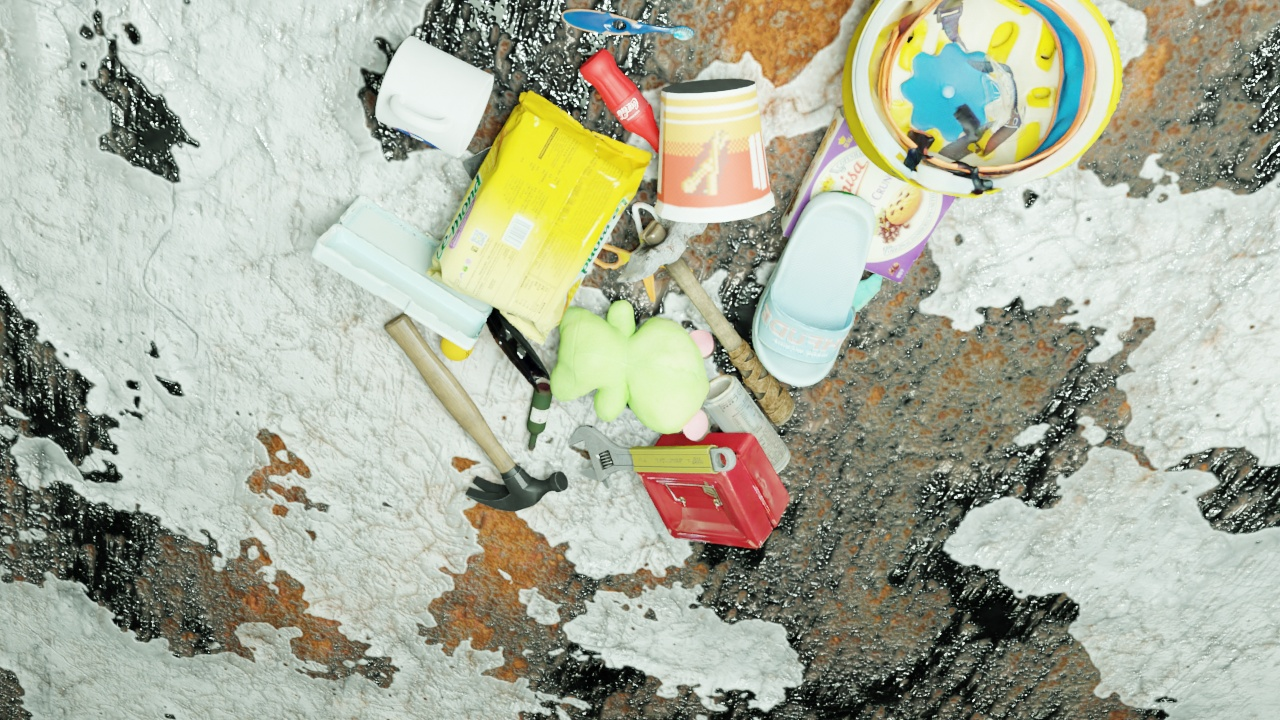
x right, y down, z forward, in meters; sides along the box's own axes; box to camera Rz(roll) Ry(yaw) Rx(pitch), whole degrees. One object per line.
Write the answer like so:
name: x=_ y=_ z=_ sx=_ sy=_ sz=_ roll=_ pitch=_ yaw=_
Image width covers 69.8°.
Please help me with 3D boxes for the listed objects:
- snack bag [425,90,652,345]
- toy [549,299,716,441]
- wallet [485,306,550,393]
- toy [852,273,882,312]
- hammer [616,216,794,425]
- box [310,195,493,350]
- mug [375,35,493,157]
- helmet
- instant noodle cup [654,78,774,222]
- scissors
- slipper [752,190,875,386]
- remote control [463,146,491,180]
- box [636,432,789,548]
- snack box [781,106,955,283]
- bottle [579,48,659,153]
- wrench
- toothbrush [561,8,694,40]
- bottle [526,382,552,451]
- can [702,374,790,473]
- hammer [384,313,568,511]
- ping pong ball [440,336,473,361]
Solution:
snack bag: x=-0.112 y=-0.151 z=0.989 sx=0.159 sy=0.068 sz=0.247 roll=29 pitch=105 yaw=-10
toy: x=-0.006 y=0.006 z=1.072 sx=0.197 sy=0.107 sz=0.150 roll=8 pitch=82 yaw=3
wallet: x=-0.147 y=-0.017 z=1.086 sx=0.026 sy=0.115 sz=0.089 roll=-39 pitch=115 yaw=-2
toy: x=0.212 y=-0.084 z=1.038 sx=0.105 sy=0.033 sz=0.085 roll=20 pitch=133 yaw=-6
hammer: x=0.094 y=-0.035 z=1.057 sx=0.049 sy=0.121 sz=0.319 roll=6 pitch=143 yaw=49
box: x=-0.256 y=-0.098 z=1.029 sx=0.197 sy=0.134 sz=0.041 roll=33 pitch=119 yaw=-14
mug: x=-0.212 y=-0.261 z=0.928 sx=0.090 sy=0.121 sz=0.091 roll=24 pitch=121 yaw=-9
helmet: x=0.297 y=-0.258 z=0.856 sx=0.240 sy=0.139 sz=0.209 roll=5 pitch=100 yaw=-9
instant noodle cup: x=0.072 y=-0.216 z=0.930 sx=0.123 sy=0.123 sz=0.121 roll=-2 pitch=114 yaw=8
scissors: x=0.003 y=-0.127 z=1.053 sx=0.125 sy=0.011 sz=0.128 roll=17 pitch=123 yaw=-3
slipper: x=0.185 y=-0.067 z=0.989 sx=0.104 sy=0.074 sz=0.246 roll=14 pitch=129 yaw=2
remote control: x=-0.144 y=-0.172 z=1.043 sx=0.045 sy=0.008 sz=0.147 roll=-22 pitch=117 yaw=20
box: x=0.089 y=0.157 z=1.148 sx=0.158 sy=0.092 sz=0.129 roll=-2 pitch=127 yaw=45
snack box: x=0.246 y=-0.174 z=0.975 sx=0.148 sy=0.040 sz=0.144 roll=21 pitch=123 yaw=-6
bottle: x=-0.013 y=-0.265 z=0.951 sx=0.036 sy=0.036 sz=0.119 roll=-32 pitch=114 yaw=24
wrench: x=0.008 y=0.116 z=1.119 sx=0.274 sy=0.018 sz=0.083 roll=-7 pitch=93 yaw=45
toothbrush: x=-0.013 y=-0.335 z=0.919 sx=0.135 sy=0.017 sz=0.022 roll=9 pitch=121 yaw=1
bottle: x=-0.134 y=0.076 z=1.190 sx=0.025 sy=0.025 sz=0.106 roll=14 pitch=123 yaw=-2
can: x=0.131 y=0.082 z=1.144 sx=0.054 sy=0.054 sz=0.135 roll=-28 pitch=115 yaw=22
hammer: x=-0.229 y=0.071 z=1.186 sx=0.133 sy=0.040 sz=0.305 roll=-22 pitch=114 yaw=29
ping pong ball: x=-0.226 y=-0.019 z=1.132 sx=0.040 sy=0.040 sz=0.040 roll=3 pitch=123 yaw=5
